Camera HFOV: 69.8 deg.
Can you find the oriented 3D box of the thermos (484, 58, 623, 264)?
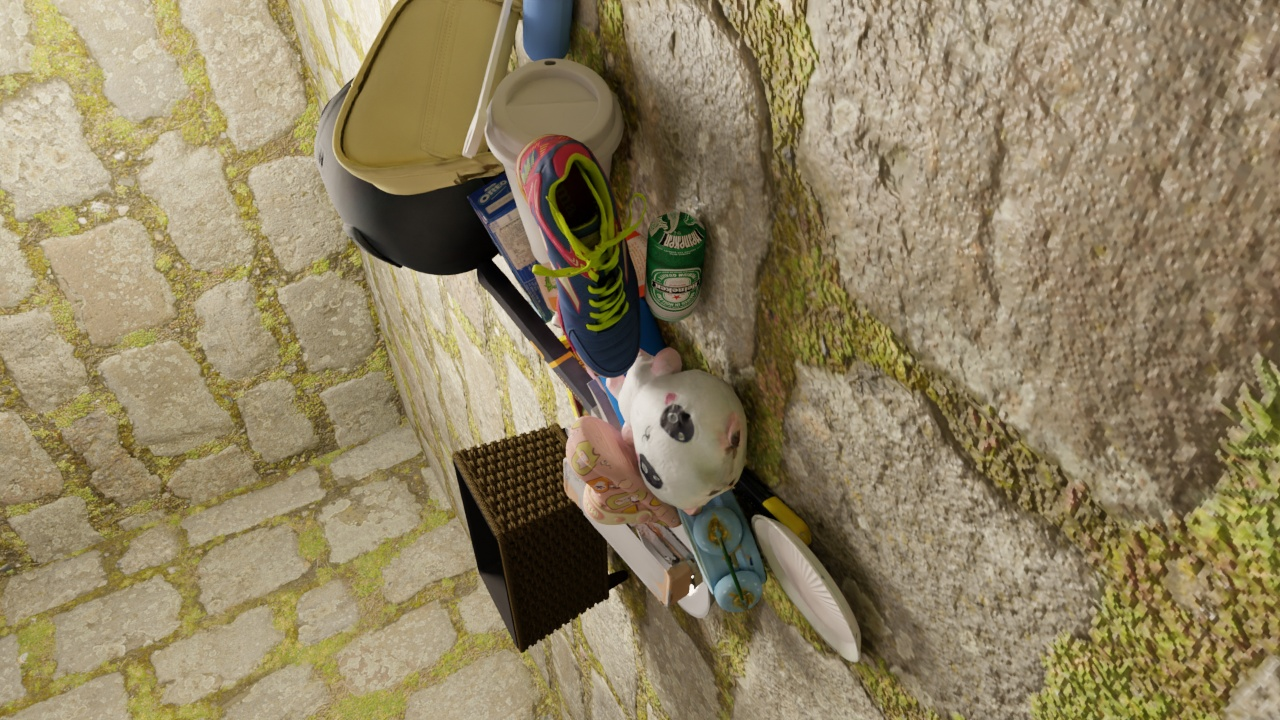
[{"bbox_3d":[-0.083,-0.186,0.944,0.131,0.131,0.222,59,166,24],"label":"thermos"}]

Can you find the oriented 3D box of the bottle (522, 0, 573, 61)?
[{"bbox_3d":[-0.094,-0.327,0.918,0.048,0.048,0.131,59,158,24],"label":"bottle"}]

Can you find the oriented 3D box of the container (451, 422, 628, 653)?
[{"bbox_3d":[-0.140,0.258,1.397,0.176,0.204,0.322,52,154,38],"label":"container"}]

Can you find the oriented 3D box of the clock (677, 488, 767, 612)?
[{"bbox_3d":[0.085,0.186,0.928,0.162,0.060,0.118,-134,23,-80],"label":"clock"}]

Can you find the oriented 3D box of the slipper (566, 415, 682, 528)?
[{"bbox_3d":[-0.026,0.132,0.974,0.197,0.081,0.093,42,-168,-47],"label":"slipper"}]

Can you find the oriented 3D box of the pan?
[{"bbox_3d":[0.002,0.180,1.188,0.356,0.050,0.201,46,151,45],"label":"pan"}]

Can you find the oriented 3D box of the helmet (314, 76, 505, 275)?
[{"bbox_3d":[-0.262,-0.225,1.187,0.236,0.249,0.316,42,176,8],"label":"helmet"}]

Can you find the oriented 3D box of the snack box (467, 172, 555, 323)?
[{"bbox_3d":[-0.140,-0.131,1.129,0.059,0.059,0.226,56,175,30],"label":"snack box"}]

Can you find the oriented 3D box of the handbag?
[{"bbox_3d":[-0.213,-0.287,0.978,0.088,0.191,0.232,36,-113,-78],"label":"handbag"}]

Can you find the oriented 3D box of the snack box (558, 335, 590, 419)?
[{"bbox_3d":[-0.065,0.034,1.192,0.026,0.061,0.149,20,129,65],"label":"snack box"}]

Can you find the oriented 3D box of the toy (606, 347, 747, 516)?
[{"bbox_3d":[0.032,0.057,0.895,0.179,0.101,0.139,44,125,28],"label":"toy"}]

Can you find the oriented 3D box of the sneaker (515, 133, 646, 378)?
[{"bbox_3d":[-0.045,-0.080,0.820,0.091,0.116,0.242,30,145,53],"label":"sneaker"}]

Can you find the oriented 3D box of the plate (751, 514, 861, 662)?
[{"bbox_3d":[0.153,0.206,0.842,0.157,0.014,0.157,54,168,17],"label":"plate"}]

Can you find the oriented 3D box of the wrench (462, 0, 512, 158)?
[{"bbox_3d":[-0.138,-0.306,0.888,0.047,0.009,0.272,139,144,-56],"label":"wrench"}]

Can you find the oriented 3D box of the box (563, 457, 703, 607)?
[{"bbox_3d":[-0.015,0.189,1.077,0.216,0.062,0.081,43,150,34],"label":"box"}]

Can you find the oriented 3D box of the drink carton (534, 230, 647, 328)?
[{"bbox_3d":[-0.044,-0.082,0.934,0.069,0.122,0.039,68,160,1],"label":"drink carton"}]

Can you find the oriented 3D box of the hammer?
[{"bbox_3d":[-0.106,-0.009,1.115,0.312,0.035,0.139,48,160,26],"label":"hammer"}]

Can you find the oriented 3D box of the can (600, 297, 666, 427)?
[{"bbox_3d":[-0.006,0.006,0.989,0.146,0.078,0.079,66,160,5],"label":"can"}]

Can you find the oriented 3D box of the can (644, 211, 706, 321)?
[{"bbox_3d":[0.031,-0.086,0.840,0.053,0.053,0.101,53,155,35],"label":"can"}]

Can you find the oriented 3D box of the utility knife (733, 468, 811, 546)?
[{"bbox_3d":[0.101,0.121,0.927,0.213,0.020,0.029,43,146,51],"label":"utility knife"}]

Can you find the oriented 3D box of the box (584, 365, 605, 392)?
[{"bbox_3d":[-0.047,-0.007,1.095,0.098,0.037,0.233,34,152,63],"label":"box"}]
